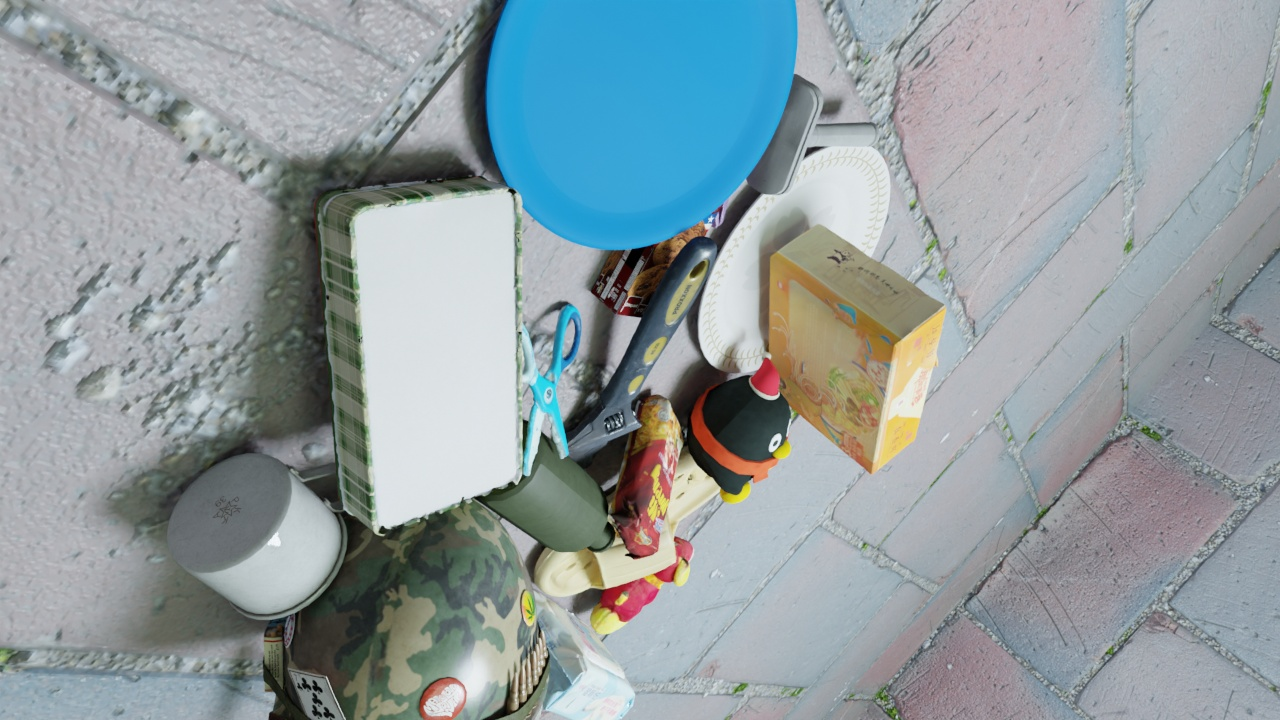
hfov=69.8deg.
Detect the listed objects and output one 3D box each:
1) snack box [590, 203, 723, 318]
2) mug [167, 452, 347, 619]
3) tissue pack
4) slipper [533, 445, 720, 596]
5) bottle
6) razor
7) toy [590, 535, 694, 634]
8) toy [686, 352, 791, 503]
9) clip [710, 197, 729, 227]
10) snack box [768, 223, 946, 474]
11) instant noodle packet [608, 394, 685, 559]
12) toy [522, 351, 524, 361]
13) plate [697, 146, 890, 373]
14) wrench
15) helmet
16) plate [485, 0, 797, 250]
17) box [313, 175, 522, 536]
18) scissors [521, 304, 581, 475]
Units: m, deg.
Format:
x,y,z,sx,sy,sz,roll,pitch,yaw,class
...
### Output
x,y,z,sx,sy,sz,roll,pitch,yaw,class
0.021,-0.100,0.686,0.051,0.032,0.141,5,121,-51,snack box
-0.225,0.098,0.569,0.113,0.084,0.070,-45,146,-19,mug
-0.073,0.305,0.930,0.070,0.112,0.182,-43,147,-5,tissue pack
0.017,0.168,0.924,0.261,0.079,0.111,-34,148,-21,slipper
-0.072,0.118,0.770,0.071,0.071,0.207,-44,146,-5,bottle
0.145,-0.178,0.724,0.116,0.047,0.088,-11,132,-36,razor
-0.004,0.241,0.986,0.137,0.067,0.105,-45,171,11,toy
0.098,0.061,0.868,0.097,0.099,0.119,-40,167,-41,toy
0.064,-0.132,0.721,0.046,0.014,0.050,-45,144,-8,clip
0.196,-0.011,0.843,0.080,0.145,0.195,-34,145,-20,snack box
0.008,0.105,0.835,0.099,0.040,0.135,76,25,-56,instant noodle packet
-0.125,0.022,0.638,0.115,0.046,0.092,-51,142,-9,toy
0.141,-0.092,0.847,0.242,0.016,0.243,-30,143,-26,plate
-0.005,0.004,0.732,0.073,0.022,0.274,-8,145,-33,wrench
-0.162,0.216,0.650,0.193,0.223,0.237,6,130,0,helmet
0.003,-0.177,0.574,0.223,0.024,0.225,-19,130,-25,plate
-0.128,-0.004,0.554,0.117,0.050,0.206,-20,122,-40,box
-0.066,0.012,0.666,0.134,0.012,0.134,-59,143,-46,scissors
